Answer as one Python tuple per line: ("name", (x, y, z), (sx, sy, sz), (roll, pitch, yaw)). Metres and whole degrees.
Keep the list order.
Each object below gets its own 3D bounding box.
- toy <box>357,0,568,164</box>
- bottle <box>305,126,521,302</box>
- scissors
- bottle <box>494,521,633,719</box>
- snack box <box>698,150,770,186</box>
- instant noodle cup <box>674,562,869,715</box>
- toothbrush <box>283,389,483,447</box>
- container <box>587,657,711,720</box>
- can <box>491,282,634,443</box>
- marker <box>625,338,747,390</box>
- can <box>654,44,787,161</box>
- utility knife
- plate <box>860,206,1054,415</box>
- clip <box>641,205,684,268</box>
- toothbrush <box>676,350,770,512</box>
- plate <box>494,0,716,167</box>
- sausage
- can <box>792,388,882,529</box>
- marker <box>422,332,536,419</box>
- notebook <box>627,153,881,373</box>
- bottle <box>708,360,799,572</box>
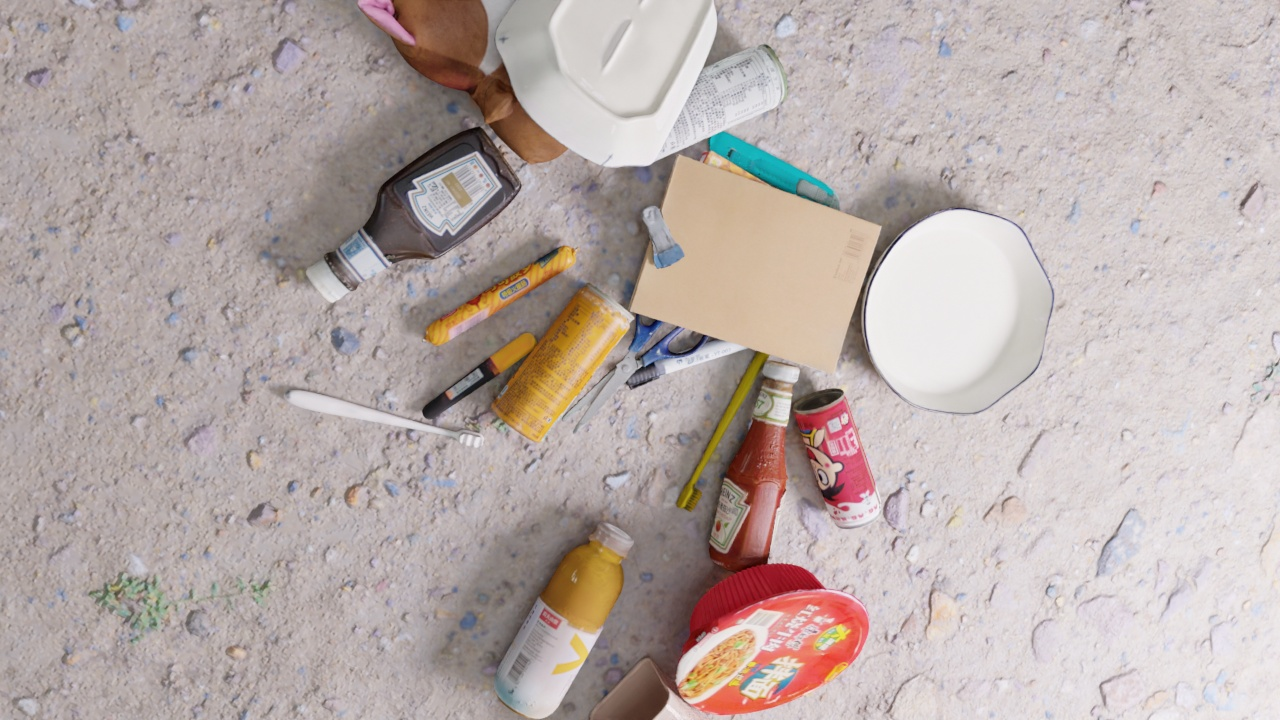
("toy", (-0.123, -0.256, 0.754), (0.199, 0.140, 0.131), (32, 117, -11))
("bottle", (-0.199, -0.120, 0.796), (0.195, 0.044, 0.080), (-37, 104, -4))
("scissors", (-0.014, -0.007, 0.857), (0.173, 0.012, 0.125), (-18, 87, -9))
("bottle", (-0.068, 0.242, 0.865), (0.068, 0.068, 0.189), (30, 91, -15))
("snack box", (0.110, -0.126, 0.871), (0.155, 0.027, 0.077), (27, 93, -14))
("instant noodle cup", (0.119, 0.260, 0.883), (0.193, 0.065, 0.194), (-10, 132, -11))
("toothbrush", (-0.229, 0.053, 0.828), (0.180, 0.016, 0.016), (15, 92, -14))
("container", (0.023, 0.371, 0.896), (0.090, 0.090, 0.111), (-45, 108, -3))
("can", (-0.071, 0.003, 0.834), (0.058, 0.058, 0.146), (38, 89, -15))
("marker", (0.046, -0.001, 0.881), (0.130, 0.018, 0.023), (-17, 121, -9))
("can", (0.056, -0.231, 0.827), (0.146, 0.058, 0.058), (-26, 103, -8))
("utility knife", (0.131, -0.177, 0.875), (0.151, 0.013, 0.029), (24, 90, -15))
("plate", (0.311, -0.048, 0.918), (0.204, 0.045, 0.205), (-2, 97, -12))
("clip", (0.018, -0.112, 0.820), (0.027, 0.045, 0.058), (-21, 92, -4))
("toothbrush", (0.086, 0.063, 0.900), (0.016, 0.016, 0.190), (27, 91, -19))
("plate", (-0.012, -0.274, 0.747), (0.162, 0.034, 0.265), (37, 56, -19))
("sausage", (-0.126, -0.059, 0.831), (0.165, 0.021, 0.021), (-32, 104, -7))
("can", (0.196, 0.098, 0.910), (0.053, 0.053, 0.133), (-23, 103, -9))
("marker", (-0.147, 0.015, 0.841), (0.124, 0.015, 0.018), (-36, 66, -4))
("notebook", (0.110, -0.087, 0.856), (0.211, 0.012, 0.149), (16, 95, -13))
("bottle", (0.115, 0.103, 0.890), (0.059, 0.060, 0.206), (11, 96, -14))
